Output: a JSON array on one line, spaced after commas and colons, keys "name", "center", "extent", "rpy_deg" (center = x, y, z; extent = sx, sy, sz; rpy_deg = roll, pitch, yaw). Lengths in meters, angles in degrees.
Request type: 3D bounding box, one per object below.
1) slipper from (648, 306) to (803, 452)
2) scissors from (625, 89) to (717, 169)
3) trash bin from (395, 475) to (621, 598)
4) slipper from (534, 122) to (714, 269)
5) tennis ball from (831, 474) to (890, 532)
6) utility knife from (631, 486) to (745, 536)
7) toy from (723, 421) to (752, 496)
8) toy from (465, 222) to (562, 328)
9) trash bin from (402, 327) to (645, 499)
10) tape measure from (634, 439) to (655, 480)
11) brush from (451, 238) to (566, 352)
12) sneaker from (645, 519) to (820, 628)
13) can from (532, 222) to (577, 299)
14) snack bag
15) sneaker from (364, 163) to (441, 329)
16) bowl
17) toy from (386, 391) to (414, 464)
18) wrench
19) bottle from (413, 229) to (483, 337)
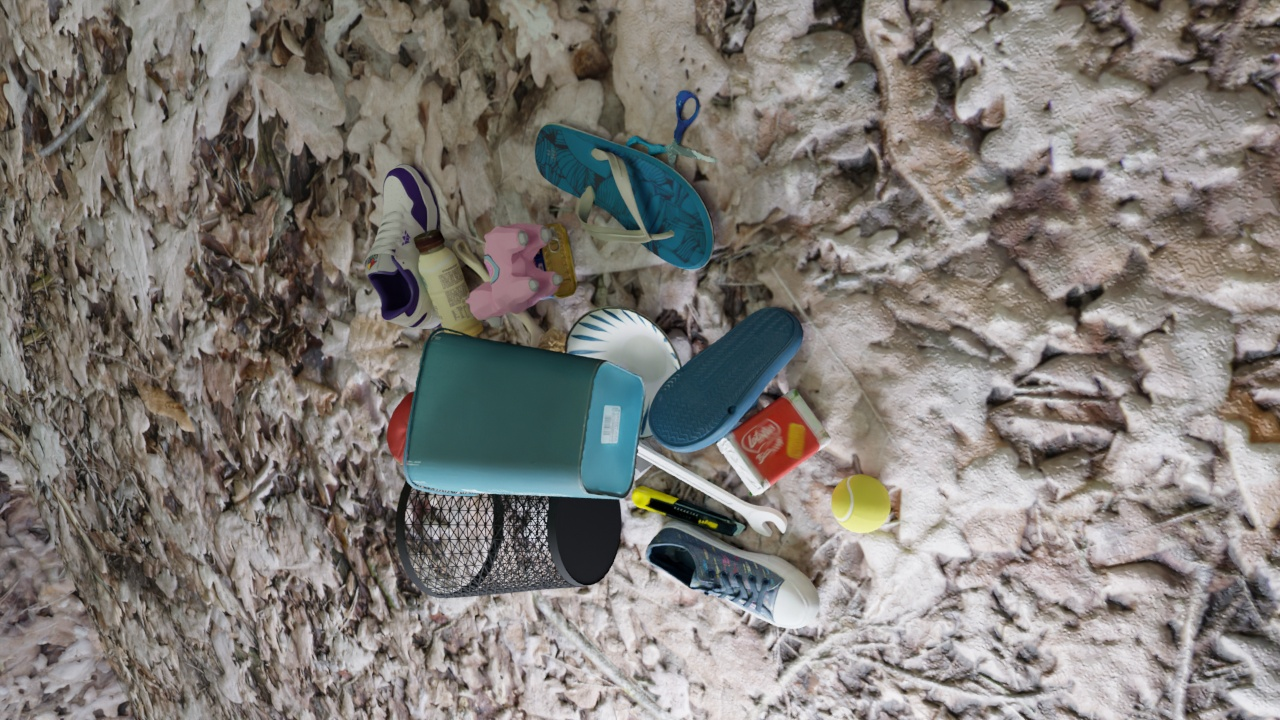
[{"name": "slipper", "center": [0.104, 0.027, 1.057], "extent": [0.213, 0.059, 0.104], "rpy_deg": [-43, 50, 0]}, {"name": "scissors", "center": [0.037, -0.260, 1.096], "extent": [0.127, 0.014, 0.133], "rpy_deg": [26, 116, 27]}, {"name": "trash bin", "center": [-0.172, 0.225, 1.273], "extent": [0.244, 0.216, 0.217], "rpy_deg": [-5, 100, 30]}, {"name": "slipper", "center": [-0.034, -0.207, 1.126], "extent": [0.295, 0.060, 0.118], "rpy_deg": [33, 127, 25]}, {"name": "tennis ball", "center": [0.248, 0.161, 1.035], "extent": [0.065, 0.065, 0.065], "rpy_deg": [11, 109, 33]}, {"name": "utility knife", "center": [0.062, 0.199, 1.204], "extent": [0.174, 0.020, 0.029], "rpy_deg": [12, 112, 34]}, {"name": "toy", "center": [0.123, 0.107, 1.104], "extent": [0.050, 0.087, 0.112], "rpy_deg": [-23, 44, 15]}, {"name": "toy", "center": [-0.173, -0.110, 1.191], "extent": [0.158, 0.067, 0.123], "rpy_deg": [-11, 95, 44]}, {"name": "trash bin", "center": [-0.128, 0.074, 1.093], "extent": [0.219, 0.196, 0.199], "rpy_deg": [4, 81, 24]}, {"name": "tape measure", "center": [-0.010, 0.121, 1.210], "extent": [0.060, 0.062, 0.020], "rpy_deg": [43, 123, 12]}, {"name": "brush", "center": [-0.182, -0.075, 1.286], "extent": [0.077, 0.062, 0.272], "rpy_deg": [-46, 71, 18]}, {"name": "sneaker", "center": [0.108, 0.278, 1.160], "extent": [0.236, 0.079, 0.087], "rpy_deg": [21, 114, 30]}, {"name": "can", "center": [-0.129, -0.130, 1.228], "extent": [0.059, 0.053, 0.100], "rpy_deg": [-3, 101, 38]}, {"name": "snack bag", "center": [0.154, 0.093, 1.053], "extent": [0.077, 0.115, 0.036], "rpy_deg": [55, 158, 8]}, {"name": "sneaker", "center": [-0.355, -0.162, 1.332], "extent": [0.092, 0.111, 0.244], "rpy_deg": [-8, 93, 31]}, {"name": "bowl", "center": [-0.007, 0.007, 1.164], "extent": [0.177, 0.070, 0.177], "rpy_deg": [13, 115, 28]}, {"name": "toy", "center": [-0.259, 0.066, 1.276], "extent": [0.148, 0.215, 0.099], "rpy_deg": [24, 140, 30]}, {"name": "wrench", "center": [0.059, 0.145, 1.149], "extent": [0.273, 0.009, 0.047], "rpy_deg": [29, 136, 7]}, {"name": "bottle", "center": [-0.278, -0.106, 1.315], "extent": [0.057, 0.056, 0.162], "rpy_deg": [-1, 117, 36]}]
